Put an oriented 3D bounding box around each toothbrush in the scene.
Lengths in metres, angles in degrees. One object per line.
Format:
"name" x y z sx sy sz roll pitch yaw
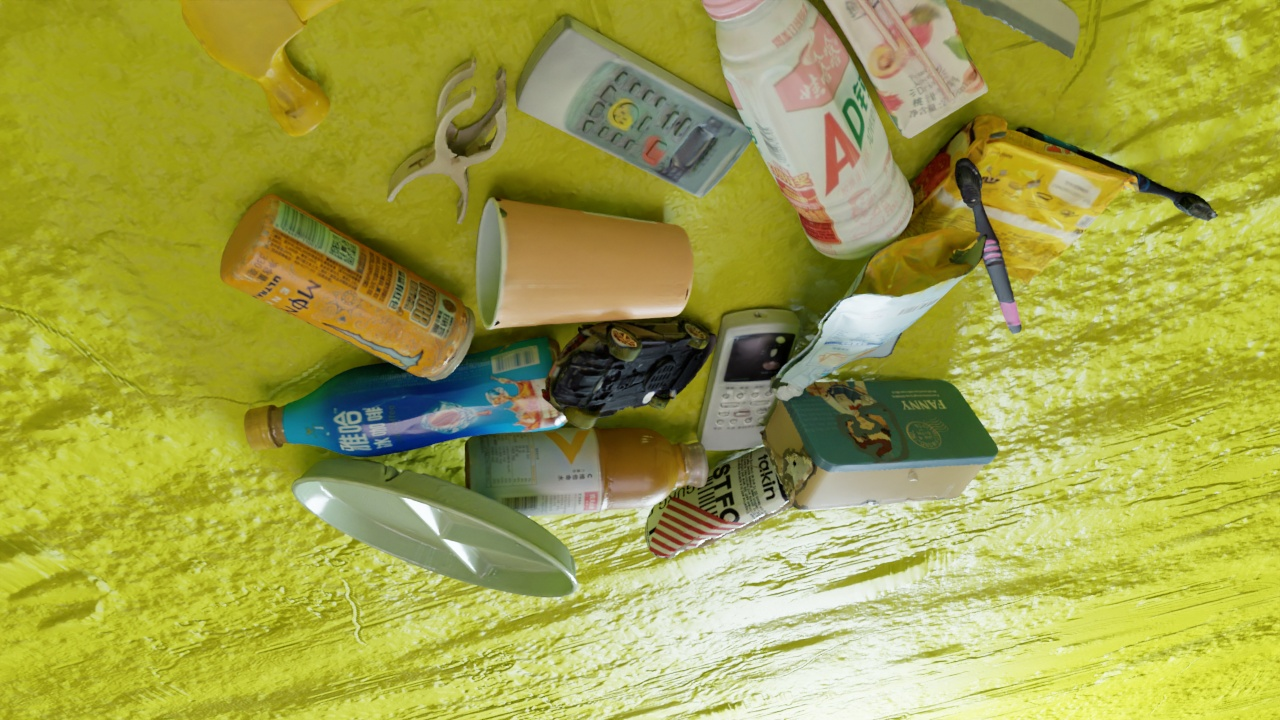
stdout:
"toothbrush" 0.321 -0.123 0.613 0.189 0.016 0.014 13 132 -24
"toothbrush" 0.228 -0.064 0.593 0.014 0.017 0.189 -12 144 26

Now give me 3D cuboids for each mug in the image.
"mug" -0.034 -0.058 0.565 0.122 0.078 0.078 0 138 -21

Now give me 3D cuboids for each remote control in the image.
"remote control" 0.082 0.019 0.712 0.058 0.021 0.150 -3 139 -10
"remote control" -0.002 -0.139 0.518 0.135 0.019 0.056 20 130 -31

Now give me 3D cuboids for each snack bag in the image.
"snack bag" 0.153 -0.024 0.622 0.110 0.039 0.191 -29 165 -17

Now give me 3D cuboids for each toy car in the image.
"toy car" -0.004 0.004 0.630 0.157 0.042 0.070 -4 134 -54

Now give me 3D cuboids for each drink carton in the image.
"drink carton" 0.135 -0.179 0.486 0.054 0.045 0.122 -30 135 21

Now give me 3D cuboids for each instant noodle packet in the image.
"instant noodle packet" 0.238 -0.101 0.595 0.128 0.044 0.111 12 142 -20

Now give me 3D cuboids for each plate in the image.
"plate" -0.154 0.131 0.708 0.230 0.027 0.231 15 153 8

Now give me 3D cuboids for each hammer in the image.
"hammer" -0.074 -0.209 0.417 0.301 0.032 0.129 -20 139 9

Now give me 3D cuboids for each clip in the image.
"clip" -0.104 -0.120 0.511 0.072 0.034 0.100 14 141 -26

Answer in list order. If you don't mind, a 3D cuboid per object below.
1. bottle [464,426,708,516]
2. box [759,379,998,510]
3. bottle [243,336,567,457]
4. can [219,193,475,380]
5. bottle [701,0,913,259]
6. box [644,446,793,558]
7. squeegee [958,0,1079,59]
"bottle" -0.042 0.086 0.722 0.189 0.068 0.068 -1 137 -12
"box" 0.192 0.065 0.727 0.184 0.089 0.063 -3 137 -22
"bottle" -0.160 0.032 0.637 0.218 0.065 0.065 -10 138 -2
"can" -0.175 -0.041 0.559 0.058 0.058 0.146 -37 132 26
"bottle" 0.091 -0.140 0.506 0.068 0.068 0.197 -27 134 16
"box" 0.087 0.126 0.791 0.162 0.075 0.086 -33 132 22
"squeegee" 0.206 -0.277 0.400 0.246 0.039 0.247 1 134 -40
